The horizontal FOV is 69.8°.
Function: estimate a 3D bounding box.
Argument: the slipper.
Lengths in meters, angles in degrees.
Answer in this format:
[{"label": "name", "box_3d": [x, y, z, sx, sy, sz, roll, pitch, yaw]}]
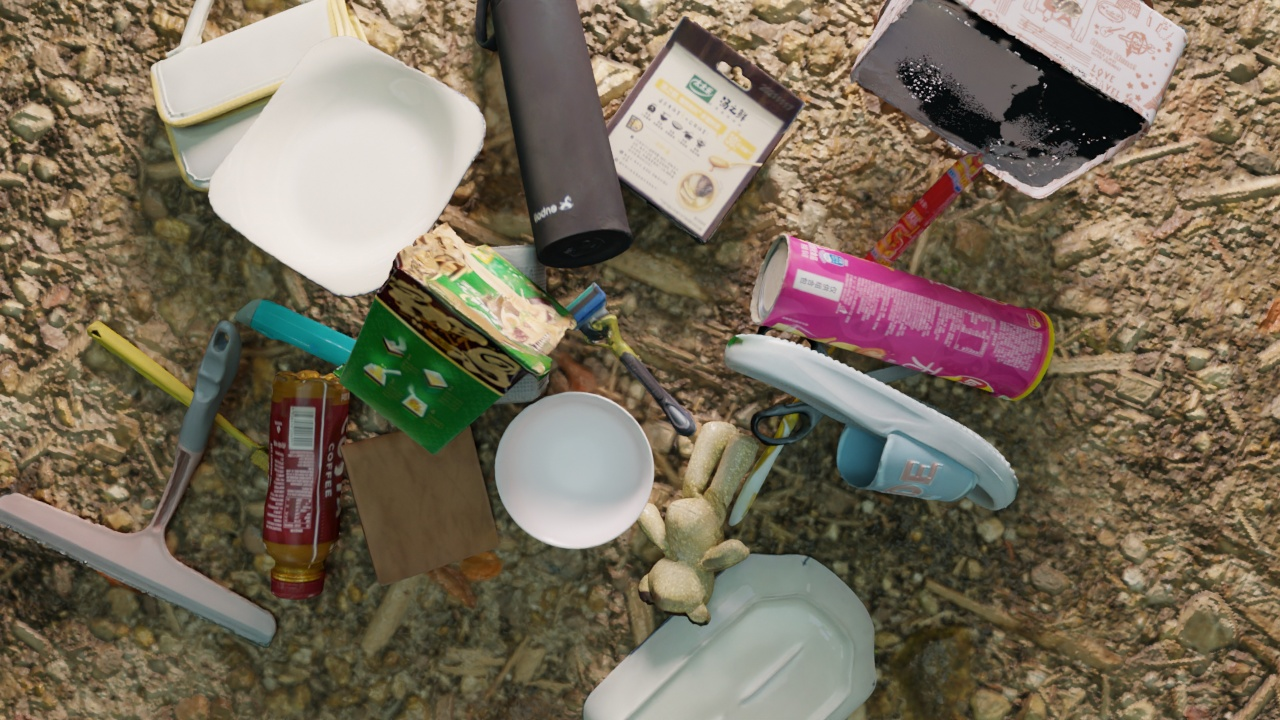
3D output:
[{"label": "slipper", "box_3d": [0.165, 0.055, 0.666, 0.245, 0.104, 0.074, 27, 88, -9]}]

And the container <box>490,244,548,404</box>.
[{"label": "container", "box_3d": [-0.115, -0.027, 0.694, 0.090, 0.090, 0.114, -4, 96, 2]}]

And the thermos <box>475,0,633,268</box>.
[{"label": "thermos", "box_3d": [-0.071, -0.187, 0.671, 0.090, 0.068, 0.242, -25, 72, 40]}]

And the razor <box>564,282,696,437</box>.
[{"label": "razor", "box_3d": [-0.004, 0.004, 0.725, 0.043, 0.022, 0.142, -42, 90, 9]}]

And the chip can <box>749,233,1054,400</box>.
[{"label": "chip can", "box_3d": [0.192, -0.032, 0.681, 0.210, 0.071, 0.071, 16, 94, -8]}]

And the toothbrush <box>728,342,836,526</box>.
[{"label": "toothbrush", "box_3d": [0.114, 0.047, 0.728, 0.018, 0.016, 0.191, 27, 94, -18]}]

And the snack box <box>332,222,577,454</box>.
[{"label": "snack box", "box_3d": [-0.124, -0.008, 0.605, 0.117, 0.118, 0.106, 39, 110, -5]}]

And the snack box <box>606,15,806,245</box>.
[{"label": "snack box", "box_3d": [0.041, -0.171, 0.697, 0.113, 0.053, 0.126, 36, 94, -1]}]

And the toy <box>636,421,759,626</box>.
[{"label": "toy", "box_3d": [0.048, 0.125, 0.719, 0.105, 0.066, 0.157, 19, 90, 32]}]

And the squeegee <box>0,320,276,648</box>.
[{"label": "squeegee", "box_3d": [-0.356, 0.072, 0.719, 0.247, 0.040, 0.250, 28, 108, -4]}]

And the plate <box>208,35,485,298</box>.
[{"label": "plate", "box_3d": [-0.199, -0.133, 0.639, 0.163, 0.034, 0.164, 32, 83, 15]}]

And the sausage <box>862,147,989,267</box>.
[{"label": "sausage", "box_3d": [0.201, -0.099, 0.687, 0.020, 0.020, 0.156, 39, 120, -2]}]

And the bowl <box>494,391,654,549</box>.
[{"label": "bowl", "box_3d": [-0.048, 0.080, 0.711, 0.118, 0.064, 0.118, 0, 93, 1]}]

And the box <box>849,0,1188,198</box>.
[{"label": "box", "box_3d": [0.280, -0.248, 0.652, 0.183, 0.157, 0.192, 31, 77, -4]}]

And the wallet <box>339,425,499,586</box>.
[{"label": "wallet", "box_3d": [-0.172, 0.108, 0.722, 0.101, 0.020, 0.115, -15, 97, -20]}]

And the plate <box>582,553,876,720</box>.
[{"label": "plate", "box_3d": [0.072, 0.275, 0.737, 0.266, 0.034, 0.162, -42, 92, 3]}]

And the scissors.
[{"label": "scissors", "box_3d": [0.160, 0.019, 0.718, 0.175, 0.014, 0.159, -41, 103, -3]}]

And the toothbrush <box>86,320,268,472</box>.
[{"label": "toothbrush", "box_3d": [-0.366, 0.031, 0.737, 0.190, 0.016, 0.016, 37, 94, -1]}]

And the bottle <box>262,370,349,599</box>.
[{"label": "bottle", "box_3d": [-0.263, 0.097, 0.719, 0.057, 0.057, 0.175, 6, 94, 1]}]

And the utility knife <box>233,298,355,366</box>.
[{"label": "utility knife", "box_3d": [-0.248, -0.010, 0.735, 0.157, 0.013, 0.029, 26, 97, -3]}]

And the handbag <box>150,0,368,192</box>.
[{"label": "handbag", "box_3d": [-0.292, -0.228, 0.700, 0.163, 0.063, 0.178, -22, 90, 1]}]
